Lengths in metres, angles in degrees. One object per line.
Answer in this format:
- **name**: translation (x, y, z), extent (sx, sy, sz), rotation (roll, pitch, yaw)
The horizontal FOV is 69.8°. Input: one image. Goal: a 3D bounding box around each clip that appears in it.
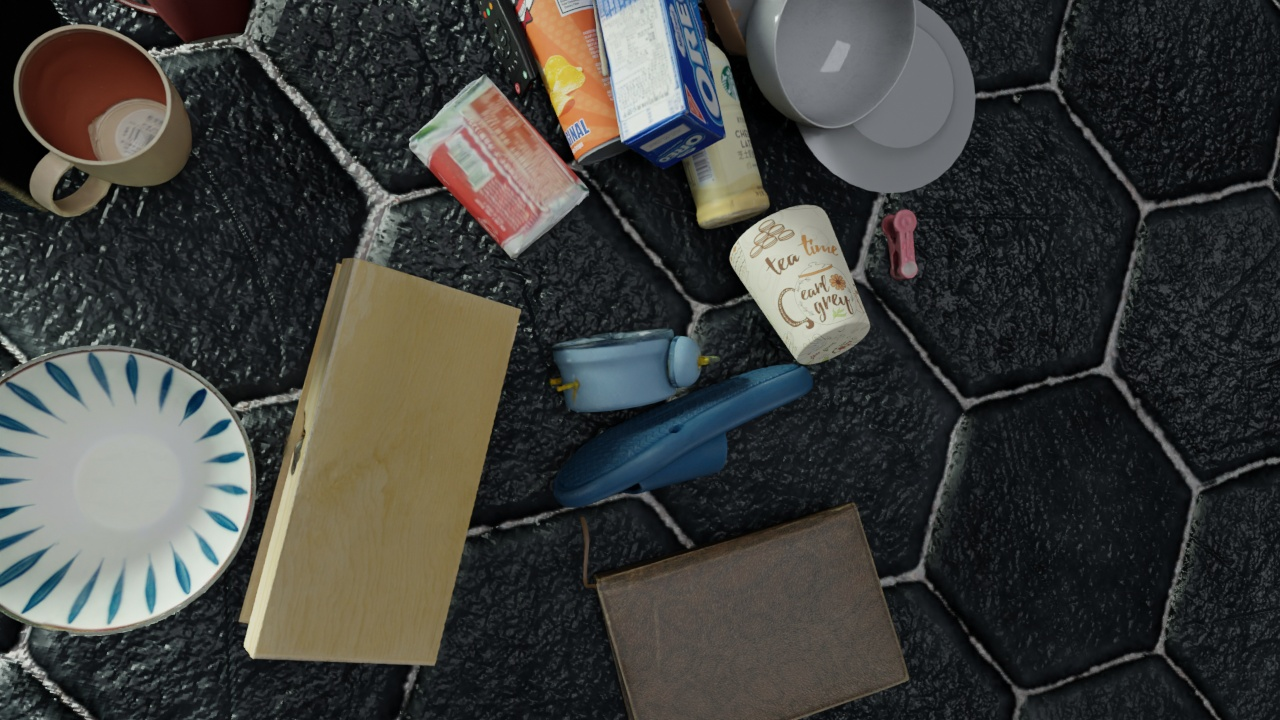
- **clip**: translation (0.217, -0.095, 0.752), extent (0.022, 0.038, 0.059), rotation (-9, 94, -17)

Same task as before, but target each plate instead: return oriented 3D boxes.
- **plate**: translation (0.208, -0.227, 0.762), extent (0.172, 0.019, 0.172), rotation (1, 88, -14)

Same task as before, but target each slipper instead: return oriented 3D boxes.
- **slipper**: translation (0.037, 0.059, 0.671), extent (0.213, 0.104, 0.059), rotation (-24, 96, -17)

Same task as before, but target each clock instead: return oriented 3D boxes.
- **clock**: translation (-0.004, 0.004, 0.667), extent (0.124, 0.089, 0.051), rotation (-9, 94, -11)

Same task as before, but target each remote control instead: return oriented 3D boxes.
- **remote control**: translation (-0.106, -0.257, 0.677), extent (0.010, 0.039, 0.124), rotation (-23, 88, -24)

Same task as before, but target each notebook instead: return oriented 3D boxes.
- **notebook**: translation (0.075, 0.186, 0.696), extent (0.215, 0.034, 0.190), rotation (-16, 88, -7)

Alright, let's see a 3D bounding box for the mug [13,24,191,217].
- **mug**: translation (-0.339, -0.140, 0.582), extent (0.085, 0.104, 0.111), rotation (34, 82, -10)

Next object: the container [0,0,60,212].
- **container**: translation (-0.398, -0.172, 0.525), extent (0.071, 0.188, 0.145), rotation (2, 87, -18)

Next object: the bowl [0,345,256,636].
- **bowl**: translation (-0.337, 0.080, 0.592), extent (0.177, 0.071, 0.177), rotation (1, 87, -14)

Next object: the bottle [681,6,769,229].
- **bottle**: translation (0.051, -0.185, 0.703), extent (0.056, 0.056, 0.162), rotation (-17, 92, -14)

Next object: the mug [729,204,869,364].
- **mug**: translation (0.134, -0.050, 0.703), extent (0.081, 0.121, 0.097), rotation (-34, 65, 25)

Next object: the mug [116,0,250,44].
- **mug**: translation (-0.311, -0.259, 0.614), extent (0.114, 0.087, 0.088), rotation (-7, 109, 13)

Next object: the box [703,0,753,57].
- **box**: translation (0.128, -0.351, 0.694), extent (0.216, 0.058, 0.154), rotation (-44, 135, -11)

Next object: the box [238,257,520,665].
- **box**: translation (-0.168, 0.069, 0.611), extent (0.140, 0.123, 0.248), rotation (15, 86, -9)

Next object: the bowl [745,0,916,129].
- **bowl**: translation (0.136, -0.247, 0.691), extent (0.131, 0.064, 0.132), rotation (-14, 120, -25)

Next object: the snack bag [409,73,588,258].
- **snack bag**: translation (-0.103, -0.141, 0.674), extent (0.077, 0.036, 0.116), rotation (-44, 98, -12)

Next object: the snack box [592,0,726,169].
- **snack box**: translation (0.005, -0.253, 0.655), extent (0.060, 0.059, 0.226), rotation (-19, 70, 29)

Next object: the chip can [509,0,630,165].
- **chip can**: translation (-0.059, -0.254, 0.675), extent (0.062, 0.062, 0.210), rotation (-24, 94, -14)
